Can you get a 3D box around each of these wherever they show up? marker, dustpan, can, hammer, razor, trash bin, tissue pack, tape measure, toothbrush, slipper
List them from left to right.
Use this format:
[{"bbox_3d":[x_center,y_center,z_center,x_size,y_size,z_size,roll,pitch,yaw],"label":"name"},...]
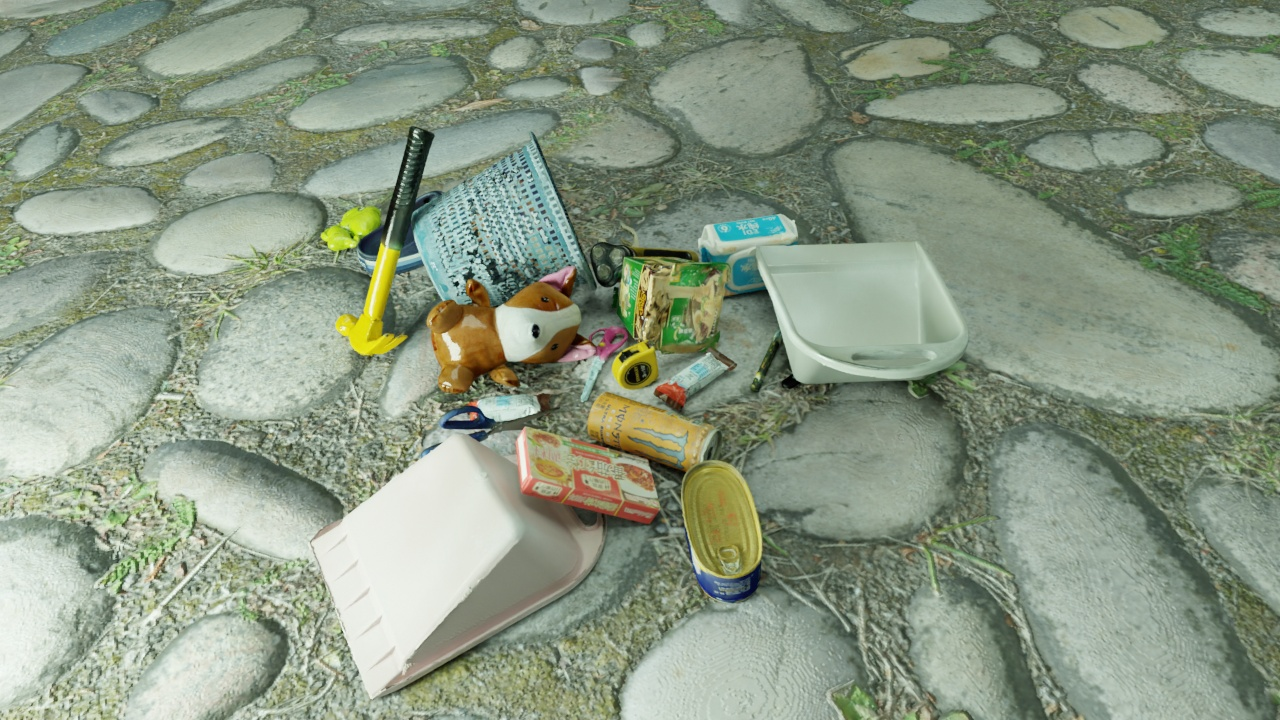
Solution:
[{"bbox_3d":[-0.316,-0.146,1.166,0.032,0.301,0.129,3,21,-47],"label":"hammer"},{"bbox_3d":[-0.301,-0.207,1.359,0.252,0.095,0.105,-23,47,-14],"label":"slipper"},{"bbox_3d":[-0.176,0.201,0.952,0.273,0.139,0.222,-41,48,3],"label":"dustpan"},{"bbox_3d":[-0.189,-0.165,1.229,0.195,0.227,0.226,-22,43,-1],"label":"trash bin"},{"bbox_3d":[-0.007,0.007,1.114,0.057,0.060,0.029,-23,46,-12],"label":"tape measure"},{"bbox_3d":[0.010,-0.133,1.240,0.167,0.068,0.062,-7,75,-37],"label":"razor"},{"bbox_3d":[0.015,0.082,1.027,0.146,0.058,0.058,17,46,23],"label":"can"},{"bbox_3d":[0.081,0.171,0.927,0.074,0.049,0.148,-8,42,-3],"label":"can"},{"bbox_3d":[0.145,-0.138,1.237,0.140,0.090,0.063,-9,41,-6],"label":"tissue pack"},{"bbox_3d":[0.174,-0.025,1.162,0.012,0.017,0.185,39,48,-8],"label":"toothbrush"},{"bbox_3d":[0.220,0.002,1.129,0.124,0.015,0.018,-31,49,-24],"label":"marker"},{"bbox_3d":[0.265,-0.068,1.077,0.222,0.143,0.257,-2,64,-2],"label":"dustpan"}]

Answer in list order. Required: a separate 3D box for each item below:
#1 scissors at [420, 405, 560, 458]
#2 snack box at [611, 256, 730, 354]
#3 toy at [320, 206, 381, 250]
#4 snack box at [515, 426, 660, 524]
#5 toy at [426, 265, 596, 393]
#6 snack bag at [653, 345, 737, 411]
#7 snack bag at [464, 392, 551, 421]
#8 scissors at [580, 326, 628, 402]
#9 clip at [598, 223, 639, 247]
[{"bbox_3d":[-0.163,0.071,1.009,0.166,0.155,0.012,-29,63,-12],"label":"scissors"},{"bbox_3d":[0.033,-0.082,1.164,0.117,0.118,0.105,-3,24,-30],"label":"snack box"},{"bbox_3d":[-0.441,-0.204,1.413,0.100,0.031,0.096,-29,46,-18],"label":"toy"},{"bbox_3d":[-0.055,0.120,0.958,0.152,0.026,0.075,18,33,-26],"label":"snack box"},{"bbox_3d":[-0.160,-0.038,1.132,0.199,0.140,0.130,-12,11,-13],"label":"toy"},{"bbox_3d":[0.067,0.021,1.114,0.048,0.026,0.104,35,54,28],"label":"snack bag"},{"bbox_3d":[-0.159,0.057,1.096,0.105,0.026,0.045,-8,33,-4],"label":"snack bag"},{"bbox_3d":[-0.053,0.004,1.156,0.054,0.017,0.133,2,46,18],"label":"scissors"},{"bbox_3d":[-0.022,-0.150,1.311,0.094,0.035,0.102,-15,50,-17],"label":"clip"}]
